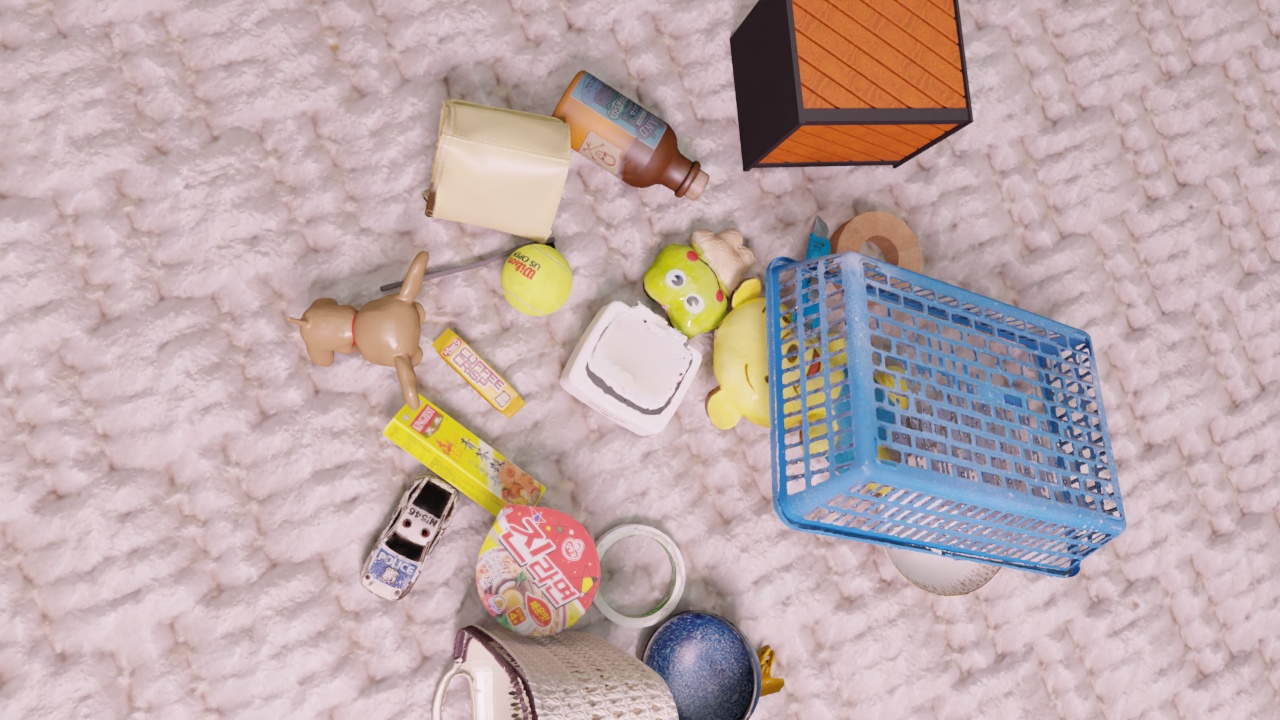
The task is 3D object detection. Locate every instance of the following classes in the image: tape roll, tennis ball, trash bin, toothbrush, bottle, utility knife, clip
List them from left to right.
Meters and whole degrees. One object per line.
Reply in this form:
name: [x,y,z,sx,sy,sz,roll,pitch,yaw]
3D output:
toothbrush: [-0.158,-0.088,0.849,0.167,0.013,0.013,-16,96,-15]
tennis ball: [-0.094,-0.073,0.836,0.065,0.065,0.065,1,84,-14]
bottle: [-0.007,-0.204,0.869,0.157,0.068,0.067,31,78,-9]
tape roll: [-0.005,0.200,0.855,0.093,0.018,0.093,1,84,-13]
clip: [0.111,0.292,0.863,0.047,0.054,0.046,6,60,-33]
utility knife: [0.168,-0.082,0.891,0.031,0.015,0.174,29,48,-15]
trash bin: [0.197,-0.274,0.888,0.171,0.140,0.139,-4,85,-14]
tape roll: [0.238,-0.104,0.939,0.094,0.027,0.094,1,84,-14]

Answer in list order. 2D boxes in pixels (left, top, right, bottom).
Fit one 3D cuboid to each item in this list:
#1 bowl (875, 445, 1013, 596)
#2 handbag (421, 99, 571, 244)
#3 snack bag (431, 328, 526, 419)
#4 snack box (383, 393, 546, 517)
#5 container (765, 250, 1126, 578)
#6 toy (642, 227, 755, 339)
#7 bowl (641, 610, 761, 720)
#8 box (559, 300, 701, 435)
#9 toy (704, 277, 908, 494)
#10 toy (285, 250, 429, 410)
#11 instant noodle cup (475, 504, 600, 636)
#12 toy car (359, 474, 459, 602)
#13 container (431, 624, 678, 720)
bowl: [0.287,0.156,0.906,0.145,0.063,0.145,1,84,-14]
handbag: [-0.130,-0.167,0.818,0.119,0.111,0.081,8,45,-16]
snack bag: [-0.147,0.013,0.838,0.099,0.020,0.026,45,75,-6]
snack box: [-0.155,0.090,0.815,0.148,0.029,0.040,38,42,-7]
container: [0.288,0.044,0.833,0.361,0.089,0.256,14,63,-25]
toy: [0.062,-0.081,0.887,0.117,0.043,0.092,-38,93,-16]
bowl: [0.063,0.287,0.833,0.115,0.060,0.114,-10,70,28]
box: [-0.002,0.004,0.837,0.107,0.095,0.102,33,79,-11]
toy: [0.156,0.029,0.877,0.214,0.084,0.148,28,56,-10]
toy: [-0.233,-0.025,0.784,0.108,0.106,0.134,2,83,3]
instant noodle cup: [-0.079,0.179,0.783,0.100,0.112,0.100,-1,78,3]
toy car: [-0.201,0.155,0.800,0.048,0.040,0.112,30,79,-8]
container: [-0.069,0.304,0.721,0.143,0.252,0.184,-3,87,-24]
